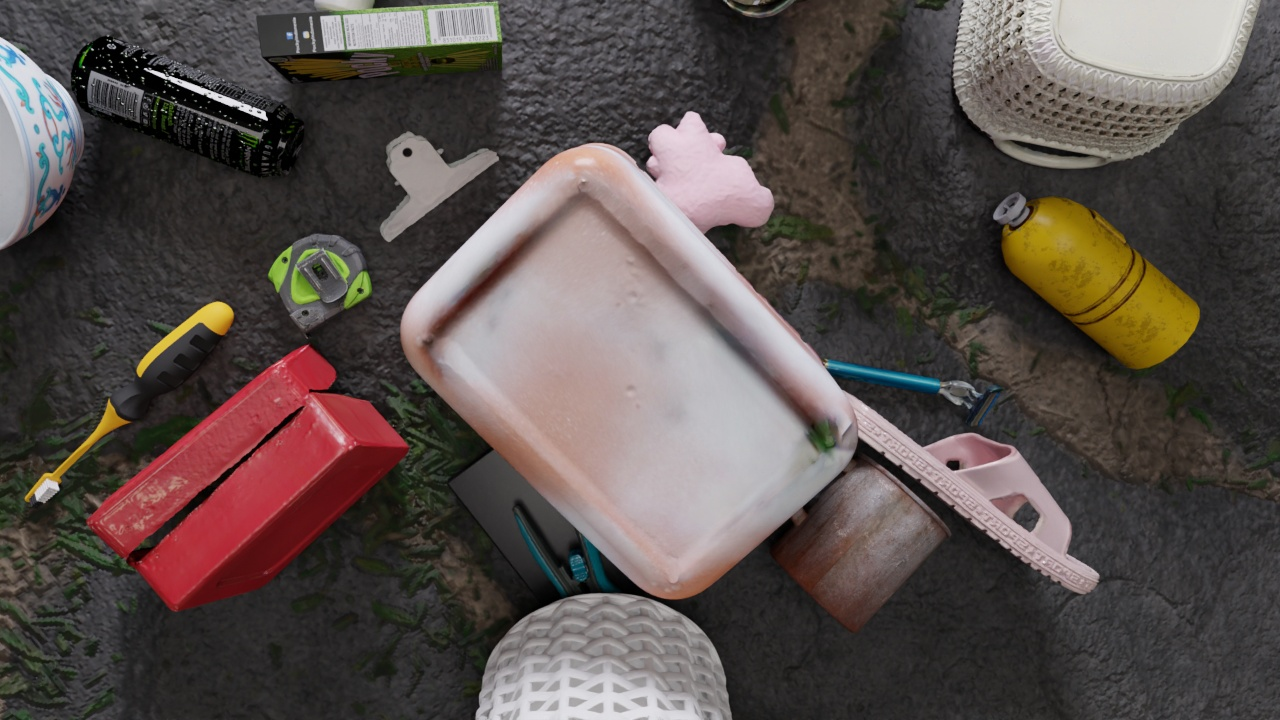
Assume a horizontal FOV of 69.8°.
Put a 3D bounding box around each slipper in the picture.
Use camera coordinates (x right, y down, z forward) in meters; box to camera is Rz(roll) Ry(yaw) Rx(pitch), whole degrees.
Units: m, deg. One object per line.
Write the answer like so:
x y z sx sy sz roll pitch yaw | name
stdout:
0.251 0.085 0.697 0.239 0.094 0.064 35 94 -4 | slipper

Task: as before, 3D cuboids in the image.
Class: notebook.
-0.002 0.088 0.698 0.231 0.019 0.169 -37 98 -3 | notebook

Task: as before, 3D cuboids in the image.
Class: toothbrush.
-0.356 0.031 0.637 0.197 0.031 0.031 -44 55 2 | toothbrush

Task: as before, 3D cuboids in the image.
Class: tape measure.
-0.224 -0.058 0.642 0.065 0.036 0.058 -35 99 -3 | tape measure

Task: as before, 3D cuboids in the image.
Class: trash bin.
-0.003 0.003 0.589 0.182 0.157 0.259 -43 99 9 | trash bin

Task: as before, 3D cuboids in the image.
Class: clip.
-0.157 -0.136 0.654 0.101 0.040 0.054 -38 120 -4 | clip

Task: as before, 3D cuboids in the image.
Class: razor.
0.208 0.018 0.721 0.144 0.022 0.042 13 130 -5 | razor

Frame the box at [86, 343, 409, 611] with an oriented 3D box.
-0.249 0.081 0.606 0.157 0.135 0.117 -40 98 -2 | box

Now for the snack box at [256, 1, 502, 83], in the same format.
-0.167 -0.211 0.612 0.147 0.080 0.025 -6 96 -8 | snack box

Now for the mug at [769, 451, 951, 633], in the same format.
0.151 0.126 0.689 0.123 0.096 0.110 43 84 -2 | mug

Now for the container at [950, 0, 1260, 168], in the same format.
0.335 -0.273 0.646 0.185 0.143 0.251 12 94 5 | container

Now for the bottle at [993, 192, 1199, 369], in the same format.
0.341 -0.070 0.705 0.164 0.071 0.071 36 90 -10 | bottle

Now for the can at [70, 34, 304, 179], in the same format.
-0.299 -0.167 0.610 0.137 0.054 0.054 20 92 -10 | can

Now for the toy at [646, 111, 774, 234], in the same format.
0.039 -0.129 0.662 0.099 0.052 0.096 -23 106 1 | toy

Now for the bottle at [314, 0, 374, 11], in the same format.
-0.177 -0.311 0.600 0.046 0.084 0.174 13 95 -9 | bottle

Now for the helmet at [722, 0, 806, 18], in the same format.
0.088 -0.333 0.568 0.235 0.192 0.225 -25 143 -21 | helmet

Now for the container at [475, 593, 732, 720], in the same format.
-0.023 0.285 0.606 0.189 0.186 0.189 -1 113 -2 | container

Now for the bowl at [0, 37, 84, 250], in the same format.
-0.406 -0.145 0.576 0.144 0.074 0.144 8 114 19 | bowl

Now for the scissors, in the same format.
-0.043 0.157 0.677 0.130 0.019 0.151 21 98 -2 | scissors
